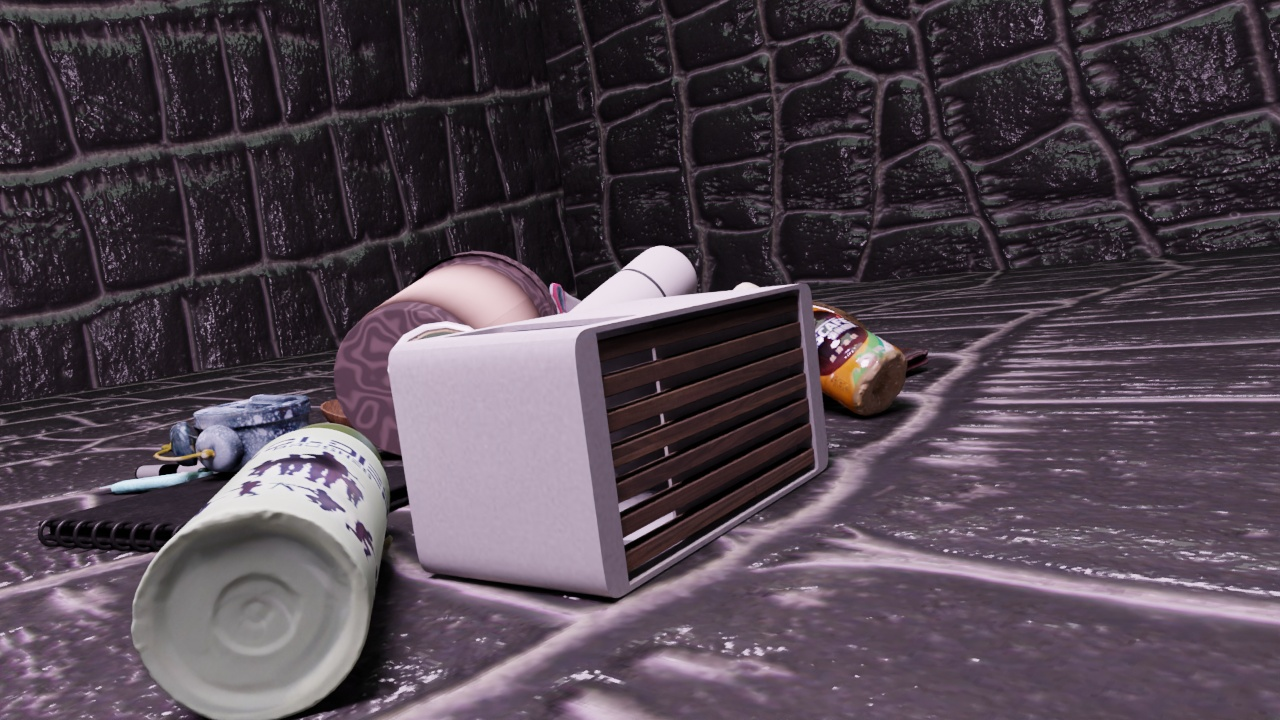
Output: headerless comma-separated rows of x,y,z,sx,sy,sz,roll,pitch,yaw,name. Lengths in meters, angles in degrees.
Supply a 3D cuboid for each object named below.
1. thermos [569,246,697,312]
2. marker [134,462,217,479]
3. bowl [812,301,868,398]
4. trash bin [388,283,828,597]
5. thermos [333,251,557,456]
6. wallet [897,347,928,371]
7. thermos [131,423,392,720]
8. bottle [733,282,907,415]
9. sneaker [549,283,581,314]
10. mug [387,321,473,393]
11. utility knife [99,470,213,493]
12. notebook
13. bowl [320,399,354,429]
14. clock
-0.041,-0.004,0.610,0.052,0.052,0.223,0,34,48,thermos
-0.383,0.097,0.799,0.141,0.016,0.016,-5,7,22,marker
0.143,-0.001,0.830,0.121,0.056,0.121,2,33,-1,bowl
-0.002,0.029,0.498,0.115,0.114,0.228,-3,7,36,trash bin
-0.177,-0.007,0.864,0.173,0.173,0.225,-6,13,10,thermos
0.208,0.005,0.908,0.120,0.031,0.099,2,14,45,wallet
-0.152,0.079,0.419,0.082,0.082,0.231,-9,6,-13,thermos
0.136,-0.017,0.748,0.059,0.059,0.167,-12,34,-36,bottle
0.025,-0.027,0.908,0.262,0.129,0.097,-7,16,-22,sneaker
-0.138,0.039,0.676,0.073,0.105,0.090,-20,-33,-21,mug
-0.409,0.104,0.773,0.120,0.015,0.022,-8,7,20,utility knife
-0.272,0.099,0.633,0.232,0.019,0.168,-4,6,28,notebook
-0.265,0.061,0.912,0.102,0.026,0.114,7,6,-12,bowl
-0.323,0.060,0.740,0.090,0.052,0.129,0,8,40,clock
